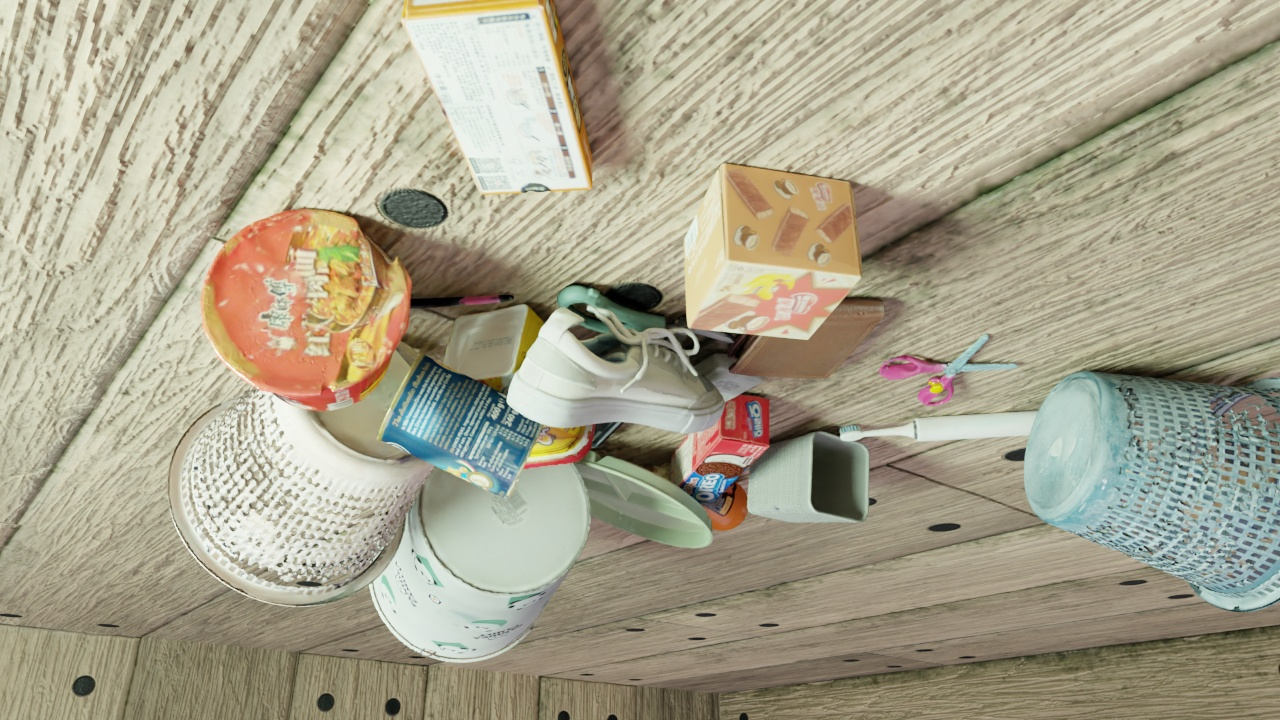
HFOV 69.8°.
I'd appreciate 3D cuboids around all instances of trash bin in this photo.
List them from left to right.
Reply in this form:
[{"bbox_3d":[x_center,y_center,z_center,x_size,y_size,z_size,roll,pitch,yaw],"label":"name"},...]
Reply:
[{"bbox_3d":[-0.278,0.079,0.827,0.227,0.227,0.193,18,136,-33],"label":"trash bin"},{"bbox_3d":[-0.180,0.206,1.043,0.229,0.229,0.253,9,151,-17],"label":"trash bin"},{"bbox_3d":[0.490,0.103,0.871,0.195,0.226,0.227,15,153,-1],"label":"trash bin"}]

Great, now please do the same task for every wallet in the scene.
[{"bbox_3d":[0.141,-0.020,0.798,0.101,0.032,0.125,3,155,-12],"label":"wallet"}]

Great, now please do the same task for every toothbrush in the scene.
[{"bbox_3d":[-0.199,-0.049,0.760,0.189,0.014,0.018,-4,124,4],"label":"toothbrush"},{"bbox_3d":[-0.010,0.041,0.927,0.027,0.026,0.213,29,146,-11],"label":"toothbrush"},{"bbox_3d":[0.328,0.073,0.989,0.221,0.026,0.027,-5,128,9],"label":"toothbrush"}]

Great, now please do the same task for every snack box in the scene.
[{"bbox_3d":[-0.076,-0.151,0.530,0.075,0.026,0.154,-2,154,6],"label":"snack box"},{"bbox_3d":[0.083,0.100,1.012,0.057,0.058,0.208,8,154,-11],"label":"snack box"},{"bbox_3d":[0.088,-0.072,0.634,0.094,0.077,0.093,5,153,-12],"label":"snack box"}]

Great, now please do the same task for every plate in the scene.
[{"bbox_3d":[-0.018,0.164,1.098,0.230,0.027,0.230,21,157,9],"label":"plate"}]

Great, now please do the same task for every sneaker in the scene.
[{"bbox_3d":[-0.004,0.005,0.764,0.089,0.091,0.241,30,-166,36],"label":"sneaker"}]

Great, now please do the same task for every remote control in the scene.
[{"bbox_3d":[0.055,0.031,0.908,0.058,0.021,0.150,16,150,-28],"label":"remote control"}]

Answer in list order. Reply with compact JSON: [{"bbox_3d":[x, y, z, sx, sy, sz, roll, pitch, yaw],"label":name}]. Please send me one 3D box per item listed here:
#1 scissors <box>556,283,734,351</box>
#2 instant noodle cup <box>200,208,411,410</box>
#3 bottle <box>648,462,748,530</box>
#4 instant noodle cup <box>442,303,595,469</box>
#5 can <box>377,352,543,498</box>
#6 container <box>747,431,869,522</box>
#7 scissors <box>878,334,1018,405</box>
[{"bbox_3d":[0.021,-0.049,0.751,0.169,0.019,0.175,9,154,-20],"label":"scissors"},{"bbox_3d":[-0.241,-0.026,0.677,0.138,0.137,0.109,6,162,-12],"label":"instant noodle cup"},{"bbox_3d":[0.068,0.164,1.146,0.149,0.066,0.067,29,143,-32],"label":"bottle"},{"bbox_3d":[-0.107,0.021,0.802,0.116,0.115,0.124,-9,141,22],"label":"instant noodle cup"},{"bbox_3d":[-0.137,0.052,0.715,0.111,0.075,0.075,26,149,-7],"label":"can"},{"bbox_3d":[0.187,0.138,1.045,0.090,0.090,0.115,17,159,-31],"label":"container"},{"bbox_3d":[0.289,0.009,0.873,0.136,0.017,0.134,7,149,-10],"label":"scissors"}]
